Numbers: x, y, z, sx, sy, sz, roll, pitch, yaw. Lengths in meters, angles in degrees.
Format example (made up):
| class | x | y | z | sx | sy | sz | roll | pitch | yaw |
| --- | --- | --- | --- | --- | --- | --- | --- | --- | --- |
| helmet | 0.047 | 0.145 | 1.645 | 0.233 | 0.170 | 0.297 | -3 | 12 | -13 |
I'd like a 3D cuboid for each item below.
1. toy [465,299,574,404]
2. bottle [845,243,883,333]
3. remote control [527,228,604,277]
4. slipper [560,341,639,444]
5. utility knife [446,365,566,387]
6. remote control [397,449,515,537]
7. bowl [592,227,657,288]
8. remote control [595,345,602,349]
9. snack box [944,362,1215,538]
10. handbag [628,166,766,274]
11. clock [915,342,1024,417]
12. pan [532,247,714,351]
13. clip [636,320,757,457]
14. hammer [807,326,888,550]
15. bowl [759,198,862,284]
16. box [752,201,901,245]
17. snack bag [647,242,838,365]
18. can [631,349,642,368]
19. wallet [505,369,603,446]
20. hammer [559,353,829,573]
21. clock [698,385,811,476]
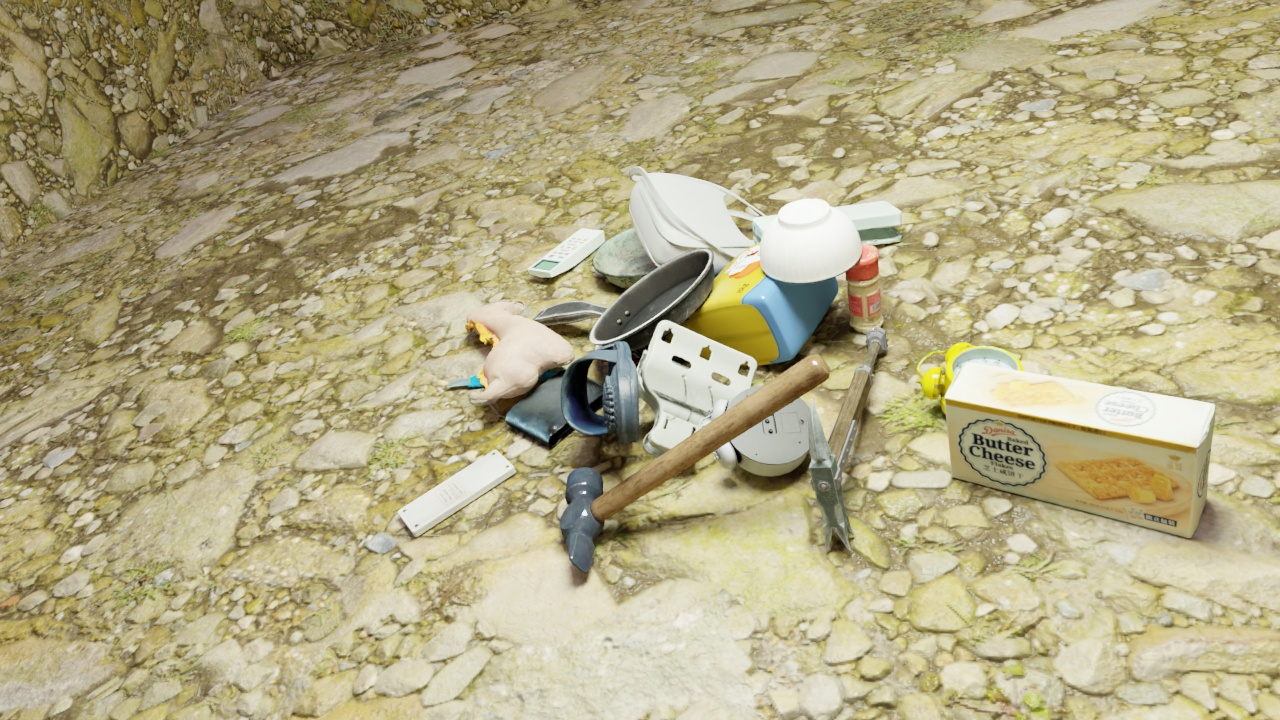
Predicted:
| class | x | y | z | sx | sy | sz | roll | pitch | yaw |
| --- | --- | --- | --- | --- | --- | --- | --- | --- | --- |
| toy | -0.195 | -0.021 | 1.236 | 0.195 | 0.065 | 0.264 | -25 | 29 | -28 |
| bottle | 0.266 | -0.084 | 1.092 | 0.044 | 0.109 | 0.044 | -10 | 37 | 8 |
| remote control | -0.114 | -0.169 | 1.473 | 0.050 | 0.024 | 0.143 | 13 | 42 | 38 |
| slipper | -0.046 | 0.034 | 0.997 | 0.082 | 0.101 | 0.263 | -2 | 5 | -4 |
| utility knife | -0.179 | 0.023 | 1.236 | 0.179 | 0.015 | 0.031 | -8 | 30 | 17 |
| remote control | -0.213 | 0.153 | 1.065 | 0.135 | 0.011 | 0.050 | -32 | 36 | -20 |
| bowl | 0.008 | -0.153 | 1.377 | 0.157 | 0.038 | 0.157 | -13 | 34 | 8 |
| remote control | -0.002 | -0.039 | 1.241 | 0.136 | 0.013 | 0.043 | -32 | 36 | -20 |
| snack box | 0.381 | 0.074 | 0.812 | 0.208 | 0.104 | 0.057 | 12 | 44 | 38 |
| handbag | 0.102 | -0.207 | 1.319 | 0.222 | 0.096 | 0.215 | -1 | 48 | -26 |
| clock | 0.341 | 0.024 | 0.946 | 0.083 | 0.057 | 0.119 | -37 | 44 | -26 |
| pan | -0.035 | -0.067 | 1.209 | 0.358 | 0.055 | 0.186 | -12 | 31 | 53 |
| clip | 0.049 | 0.047 | 1.024 | 0.126 | 0.097 | 0.152 | 22 | 80 | -5 |
| hammer | 0.220 | 0.039 | 0.946 | 0.028 | 0.147 | 0.315 | -5 | 25 | 26 |
| bowl | 0.192 | -0.145 | 1.055 | 0.118 | 0.062 | 0.118 | -11 | 35 | 8 |
| box | 0.256 | -0.185 | 1.267 | 0.199 | 0.066 | 0.083 | -9 | 49 | -7 |
| snack bag | 0.123 | -0.071 | 1.164 | 0.206 | 0.102 | 0.158 | -6 | 32 | 43 |
| can | -0.007 | 0.007 | 1.160 | 0.031 | 0.031 | 0.080 | -24 | 34 | -9 |
| wallet | -0.101 | 0.056 | 1.140 | 0.089 | 0.026 | 0.114 | 20 | 49 | 41 |
| hammer | 0.046 | 0.090 | 0.894 | 0.322 | 0.040 | 0.129 | -36 | 27 | 21 |
| clock | 0.122 | 0.075 | 0.960 | 0.122 | 0.035 | 0.094 | -3 | 56 | -3 |
